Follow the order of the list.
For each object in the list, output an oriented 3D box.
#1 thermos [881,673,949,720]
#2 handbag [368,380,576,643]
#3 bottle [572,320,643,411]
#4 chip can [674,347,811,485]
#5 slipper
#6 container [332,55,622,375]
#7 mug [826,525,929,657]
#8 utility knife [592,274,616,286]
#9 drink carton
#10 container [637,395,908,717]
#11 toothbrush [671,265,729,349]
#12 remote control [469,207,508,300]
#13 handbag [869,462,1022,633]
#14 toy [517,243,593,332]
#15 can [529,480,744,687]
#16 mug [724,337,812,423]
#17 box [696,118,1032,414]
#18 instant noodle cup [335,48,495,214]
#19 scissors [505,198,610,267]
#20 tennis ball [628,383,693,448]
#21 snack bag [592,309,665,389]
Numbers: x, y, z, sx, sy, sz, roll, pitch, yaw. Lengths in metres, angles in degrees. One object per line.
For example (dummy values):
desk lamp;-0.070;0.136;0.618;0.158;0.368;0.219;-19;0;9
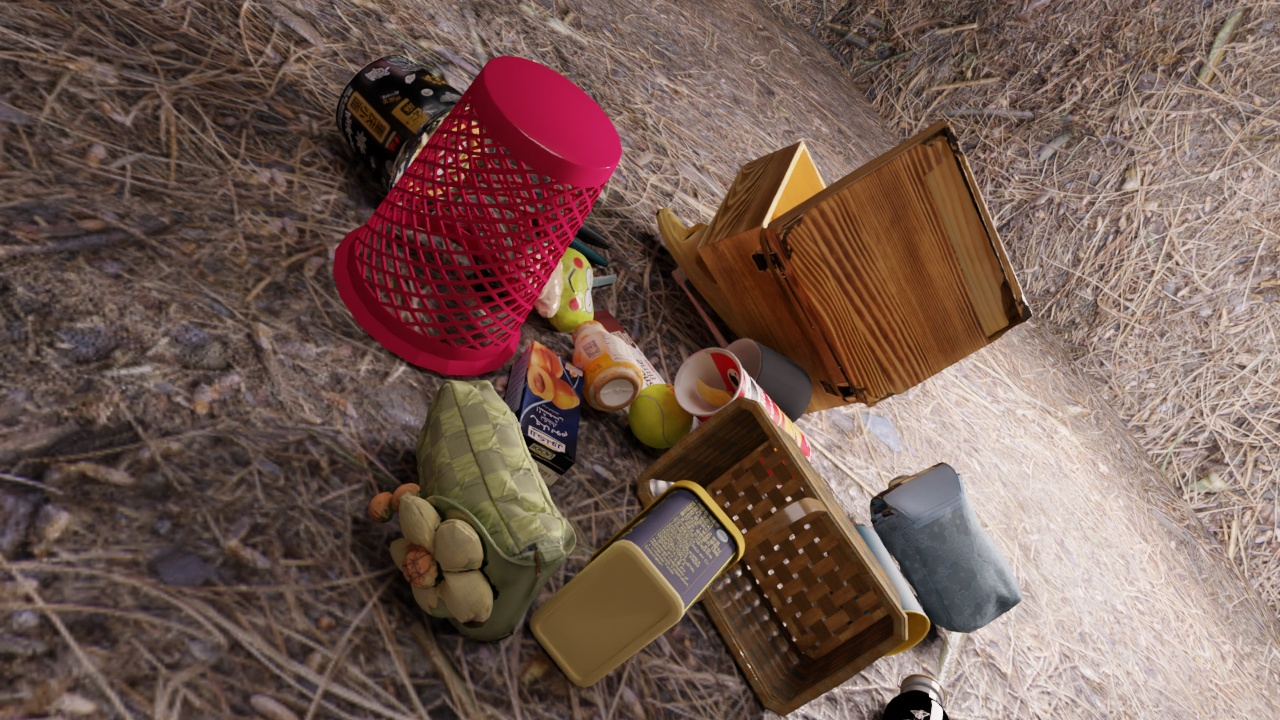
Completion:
thermos;0.242;0.355;0.823;0.061;0.061;0.230;47;29;3
handbag;-0.128;0.103;0.642;0.116;0.113;0.186;-2;49;-36
bottle;-0.039;0.001;0.919;0.063;0.063;0.108;24;22;-32
chip can;0.112;0.064;0.948;0.220;0.069;0.069;42;20;-52
slipper;0.122;-0.112;1.231;0.263;0.079;0.099;50;23;-5
container;-0.129;-0.127;0.780;0.183;0.226;0.182;26;38;-23
mug;0.242;0.239;0.966;0.078;0.078;0.121;26;29;-30
utility knife;-0.074;-0.085;1.034;0.179;0.016;0.022;-20;101;-60
drink carton;-0.088;0.047;0.820;0.064;0.040;0.129;32;32;-21
container;0.105;0.167;0.802;0.250;0.158;0.186;57;21;22
toothbrush;0.092;-0.052;1.201;0.015;0.018;0.181;1;51;-53
remote control;-0.162;-0.115;0.958;0.032;0.015;0.136;21;37;-36
handbag;0.355;0.224;1.092;0.121;0.119;0.192;-26;80;-18
toy;-0.087;-0.077;0.949;0.115;0.046;0.092;19;69;-56
can;-0.004;0.166;0.680;0.075;0.136;0.104;49;32;7
mug;0.138;0.024;1.109;0.094;0.085;0.122;25;6;-32
box;0.278;-0.113;1.115;0.279;0.316;0.281;58;39;-25
instant noodle cup;-0.229;-0.229;0.913;0.112;0.137;0.137;42;28;15
scissors;-0.094;-0.160;1.096;0.140;0.019;0.128;-19;73;-51
tennis ball;0.021;0.056;0.920;0.065;0.065;0.065;31;32;-22
snack bag;-0.006;0.006;1.005;0.158;0.013;0.056;53;32;14
